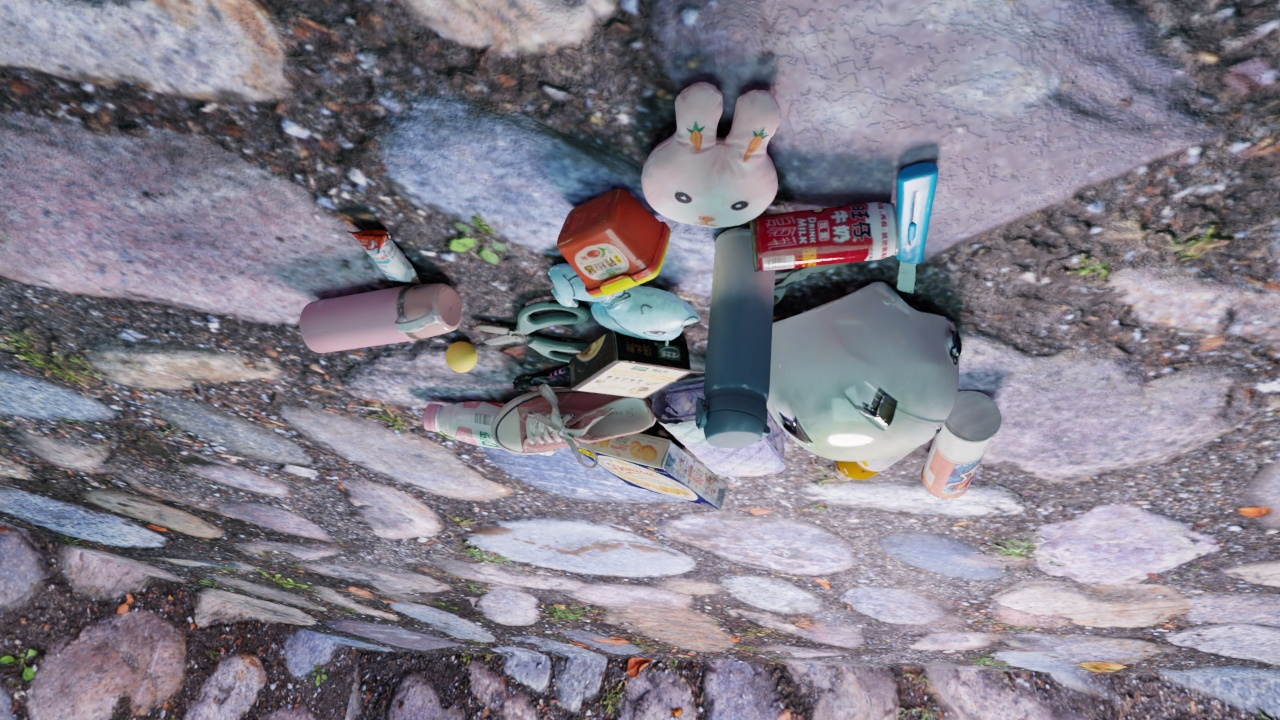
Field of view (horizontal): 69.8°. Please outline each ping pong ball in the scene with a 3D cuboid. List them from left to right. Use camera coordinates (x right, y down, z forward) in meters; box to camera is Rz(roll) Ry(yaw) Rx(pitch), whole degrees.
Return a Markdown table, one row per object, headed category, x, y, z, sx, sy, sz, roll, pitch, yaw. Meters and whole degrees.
| category | x | y | z | sx | sy | sz | roll | pitch | yaw |
| --- | --- | --- | --- | --- | --- | --- | --- | --- | --- |
| ping pong ball | -0.231 | -0.005 | 1.185 | 0.040 | 0.040 | 0.040 | 5 | 152 | 3 |

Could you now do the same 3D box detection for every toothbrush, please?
| category | x | y | z | sx | sy | sz | roll | pitch | yaw |
| --- | --- | --- | --- | --- | --- | --- | --- | --- | --- |
| toothbrush | -0.101 | 0.014 | 1.217 | 0.190 | 0.017 | 0.014 | -16 | 142 | 34 |

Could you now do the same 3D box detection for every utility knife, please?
| category | x | y | z | sx | sy | sz | roll | pitch | yaw |
| --- | --- | --- | --- | --- | --- | --- | --- | --- | --- |
| utility knife | 0.262 | -0.120 | 0.885 | 0.034 | 0.018 | 0.205 | -1 | 152 | 13 |

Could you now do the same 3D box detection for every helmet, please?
| category | x | y | z | sx | sy | sz | roll | pitch | yaw |
| --- | --- | --- | --- | --- | --- | --- | --- | --- | --- |
| helmet | 0.251 | 0.039 | 1.046 | 0.230 | 0.145 | 0.258 | -16 | 145 | 37 |

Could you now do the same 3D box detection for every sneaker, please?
| category | x | y | z | sx | sy | sz | roll | pitch | yaw |
| --- | --- | --- | --- | --- | --- | --- | --- | --- | --- |
| sneaker | -0.098 | 0.084 | 1.239 | 0.241 | 0.118 | 0.087 | -8 | -172 | 15 |

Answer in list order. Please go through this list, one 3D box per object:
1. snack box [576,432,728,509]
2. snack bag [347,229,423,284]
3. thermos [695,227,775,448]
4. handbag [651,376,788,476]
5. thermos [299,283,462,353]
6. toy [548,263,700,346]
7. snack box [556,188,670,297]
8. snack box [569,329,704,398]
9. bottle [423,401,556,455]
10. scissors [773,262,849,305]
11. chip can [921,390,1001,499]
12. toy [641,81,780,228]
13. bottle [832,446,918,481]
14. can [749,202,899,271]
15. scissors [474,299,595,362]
| category | x | y | z | sx | sy | sz | roll | pitch | yaw |
| --- | --- | --- | --- | --- | --- | --- | --- | --- | --- |
| snack box | 0.013 | 0.156 | 1.370 | 0.178 | 0.045 | 0.182 | 9 | 159 | 39 |
| snack bag | -0.279 | -0.114 | 1.009 | 0.048 | 0.026 | 0.104 | 11 | 154 | 18 |
| thermos | 0.095 | -0.023 | 0.890 | 0.070 | 0.220 | 0.070 | 6 | 154 | 3 |
| handbag | 0.115 | 0.092 | 1.252 | 0.134 | 0.075 | 0.194 | -9 | 147 | 26 |
| thermos | -0.310 | -0.047 | 1.081 | 0.199 | 0.087 | 0.067 | -5 | 114 | 24 |
| toy | -0.018 | -0.061 | 1.024 | 0.162 | 0.049 | 0.156 | 1 | 154 | 30 |
| snack box | -0.028 | -0.117 | 0.898 | 0.091 | 0.081 | 0.080 | -17 | 130 | 36 |
| snack box | -0.007 | 0.007 | 1.118 | 0.113 | 0.053 | 0.126 | 8 | 154 | -35 |
| bottle | -0.218 | 0.095 | 1.343 | 0.197 | 0.068 | 0.068 | 6 | 152 | 7 |
| scissors | 0.169 | -0.089 | 0.972 | 0.170 | 0.014 | 0.151 | 2 | 152 | 0 |
| chip can | 0.426 | 0.119 | 1.235 | 0.071 | 0.071 | 0.215 | 2 | 152 | 9 |
| toy | 0.063 | -0.172 | 0.798 | 0.121 | 0.054 | 0.160 | 6 | 147 | -1 |
| bottle | 0.320 | 0.119 | 1.260 | 0.068 | 0.067 | 0.190 | 12 | 152 | -10 |
| can | 0.171 | -0.116 | 0.859 | 0.133 | 0.053 | 0.053 | -6 | 150 | 7 |
| scissors | -0.119 | -0.040 | 1.118 | 0.175 | 0.019 | 0.176 | 11 | 153 | -6 |
